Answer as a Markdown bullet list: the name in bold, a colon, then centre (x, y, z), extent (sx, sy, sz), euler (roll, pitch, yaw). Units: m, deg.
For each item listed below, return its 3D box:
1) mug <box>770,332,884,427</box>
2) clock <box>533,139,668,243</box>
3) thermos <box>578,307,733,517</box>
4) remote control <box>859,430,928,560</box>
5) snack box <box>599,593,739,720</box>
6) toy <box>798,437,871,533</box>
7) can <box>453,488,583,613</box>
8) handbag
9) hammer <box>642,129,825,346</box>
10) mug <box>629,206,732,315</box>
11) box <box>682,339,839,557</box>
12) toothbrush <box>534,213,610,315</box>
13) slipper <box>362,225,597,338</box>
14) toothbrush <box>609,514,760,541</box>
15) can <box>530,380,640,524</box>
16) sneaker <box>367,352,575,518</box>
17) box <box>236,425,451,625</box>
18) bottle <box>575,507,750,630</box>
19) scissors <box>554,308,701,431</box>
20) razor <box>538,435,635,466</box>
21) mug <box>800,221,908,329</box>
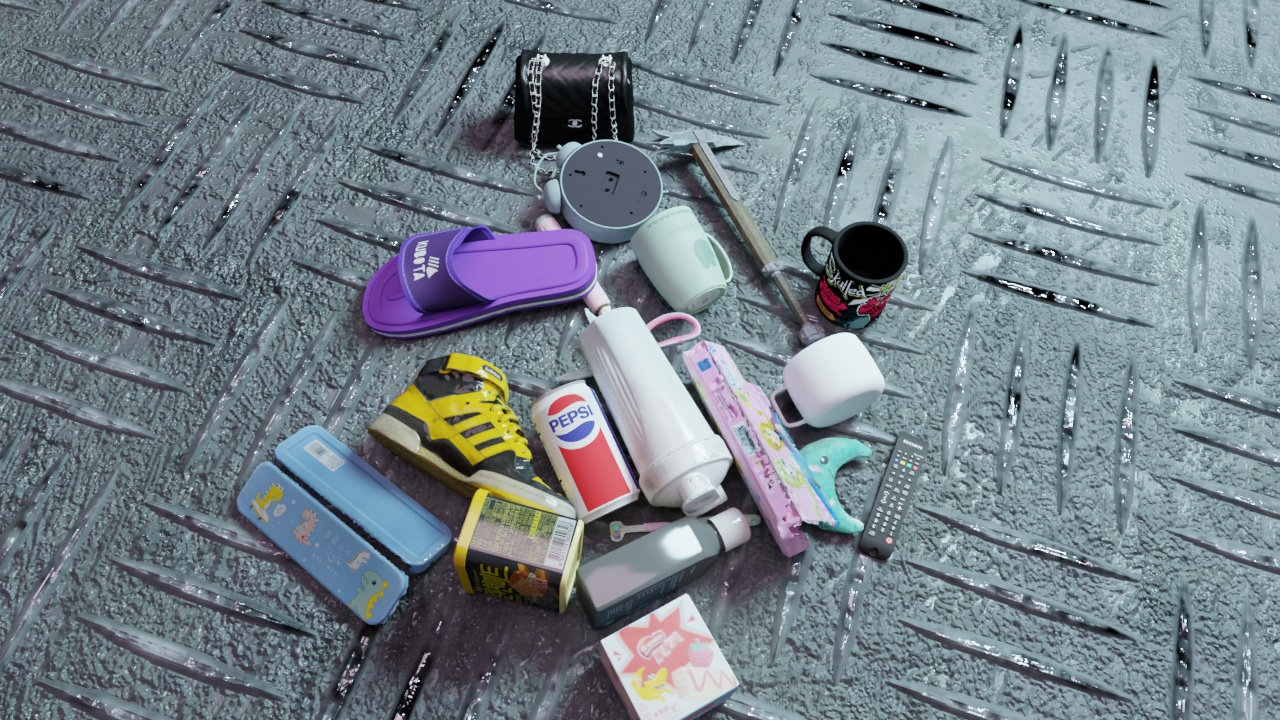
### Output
- **mug**: centre (0.196, 0.028, 0.976), extent (0.116, 0.094, 0.068), euler (-30, 67, 8)
- **clock**: centre (-0.049, -0.206, 1.101), extent (0.159, 0.045, 0.122), euler (18, 66, -2)
- **thermos**: centre (0.016, 0.053, 0.935), extent (0.099, 0.099, 0.220), euler (-22, 67, -13)
- **remote control**: centre (0.266, 0.138, 0.960), extent (0.033, 0.015, 0.146), euler (23, 64, 10)
- **snack box**: centre (0.024, 0.283, 0.839), extent (0.093, 0.080, 0.094), euler (-25, 65, -15)
- **toy**: centre (0.196, 0.124, 0.955), extent (0.085, 0.033, 0.105), euler (13, 65, 4)
- **can**: centre (-0.111, 0.183, 0.860), extent (0.101, 0.131, 0.072), euler (15, 62, 2)
- **handbag**: centre (-0.082, -0.311, 1.122), extent (0.153, 0.125, 0.114), euler (3, 62, -1)
- **hammer**: centre (0.134, -0.151, 1.091), extent (0.146, 0.028, 0.316), euler (-12, 65, -36)
- **mug**: centre (0.058, -0.113, 1.056), extent (0.111, 0.084, 0.104), euler (-15, 69, -42)
- **box**: centre (0.122, 0.079, 0.933), extent (0.071, 0.085, 0.230), euler (-26, 61, -1)
- **toothbrush**: centre (-0.059, -0.082, 1.059), extent (0.027, 0.026, 0.222), euler (-34, 68, 2)
- **slipper**: centre (-0.184, -0.104, 1.015), extent (0.266, 0.084, 0.107), euler (-9, 66, 0)
- **toothbrush**: centre (0.046, 0.168, 0.937), extent (0.154, 0.015, 0.022), euler (-4, 97, -4)
- **can**: centre (-0.057, 0.092, 0.926), extent (0.070, 0.070, 0.132), euler (-23, 80, -14)
- **sneaker**: centre (-0.148, 0.079, 0.934), extent (0.239, 0.086, 0.121), euler (25, 68, 15)
- **box**: centre (-0.298, 0.157, 0.915), extent (0.209, 0.043, 0.124), euler (34, 65, 16)
- **bottle**: centre (0.024, 0.194, 0.885), extent (0.173, 0.084, 0.046), euler (-23, 65, -15)
- **scissors**: centre (-0.007, 0.012, 1.001), extent (0.170, 0.013, 0.176), euler (-17, 75, -3)
- **razor**: centre (-0.039, 0.095, 0.969), extent (0.144, 0.022, 0.042), euler (16, 62, 7)
- **mug**: centre (0.234, -0.106, 1.041), extent (0.118, 0.098, 0.081), euler (38, 67, 16)
